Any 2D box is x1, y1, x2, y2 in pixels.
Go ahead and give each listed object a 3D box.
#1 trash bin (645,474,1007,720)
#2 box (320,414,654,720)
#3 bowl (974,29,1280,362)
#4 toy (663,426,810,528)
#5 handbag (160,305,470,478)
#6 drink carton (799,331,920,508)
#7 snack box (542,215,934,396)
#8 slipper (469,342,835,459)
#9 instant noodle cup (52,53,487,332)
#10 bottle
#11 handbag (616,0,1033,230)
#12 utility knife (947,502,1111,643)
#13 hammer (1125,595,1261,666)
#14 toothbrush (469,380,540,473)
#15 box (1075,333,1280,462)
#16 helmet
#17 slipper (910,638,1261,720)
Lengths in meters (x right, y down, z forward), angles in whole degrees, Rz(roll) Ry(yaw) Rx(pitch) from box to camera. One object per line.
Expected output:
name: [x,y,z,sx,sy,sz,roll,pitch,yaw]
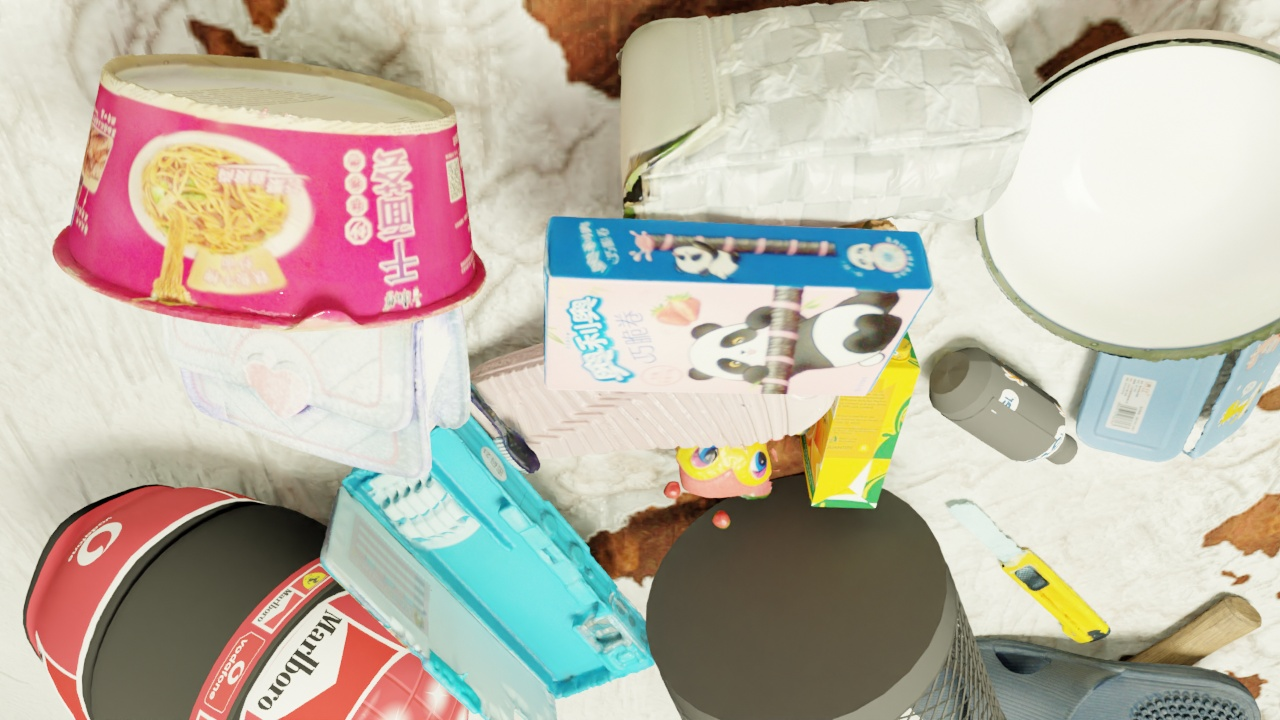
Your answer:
trash bin: [0.131,0.224,0.624,0.218,0.217,0.227,-16,125,14]
box: [-0.093,0.155,0.569,0.097,0.116,0.227,-26,114,24]
bowl: [0.241,-0.082,0.426,0.153,0.072,0.154,17,132,20]
toy: [0.058,0.052,0.580,0.084,0.046,0.104,36,115,0]
handbag: [-0.175,-0.011,0.488,0.159,0.069,0.127,16,130,15]
drink carton: [0.128,0.026,0.547,0.041,0.058,0.123,3,131,-2]
snack box: [0.035,-0.019,0.395,0.154,0.033,0.088,2,148,-6]
slipper: [-0.003,0.003,0.529,0.240,0.064,0.094,-11,130,33]
instant noodle cup: [-0.152,-0.082,0.396,0.178,0.178,0.078,8,113,-6]
bottle: [0.225,0.032,0.560,0.112,0.046,0.047,29,125,-23]
handbag: [0.078,-0.092,0.415,0.171,0.112,0.123,-6,141,5]
utility knife: [0.297,0.164,0.697,0.030,0.019,0.227,-40,117,19]
hammer: [0.394,0.294,0.795,0.132,0.040,0.306,19,128,-19]
toothbrush: [-0.120,-0.004,0.527,0.017,0.016,0.189,-16,117,50]
box: [0.325,-0.024,0.510,0.122,0.047,0.210,-3,131,2]
helmet: [-0.227,0.210,0.597,0.225,0.197,0.271,11,141,29]
slipper: [0.344,0.290,0.725,0.264,0.082,0.101,0,115,16]
